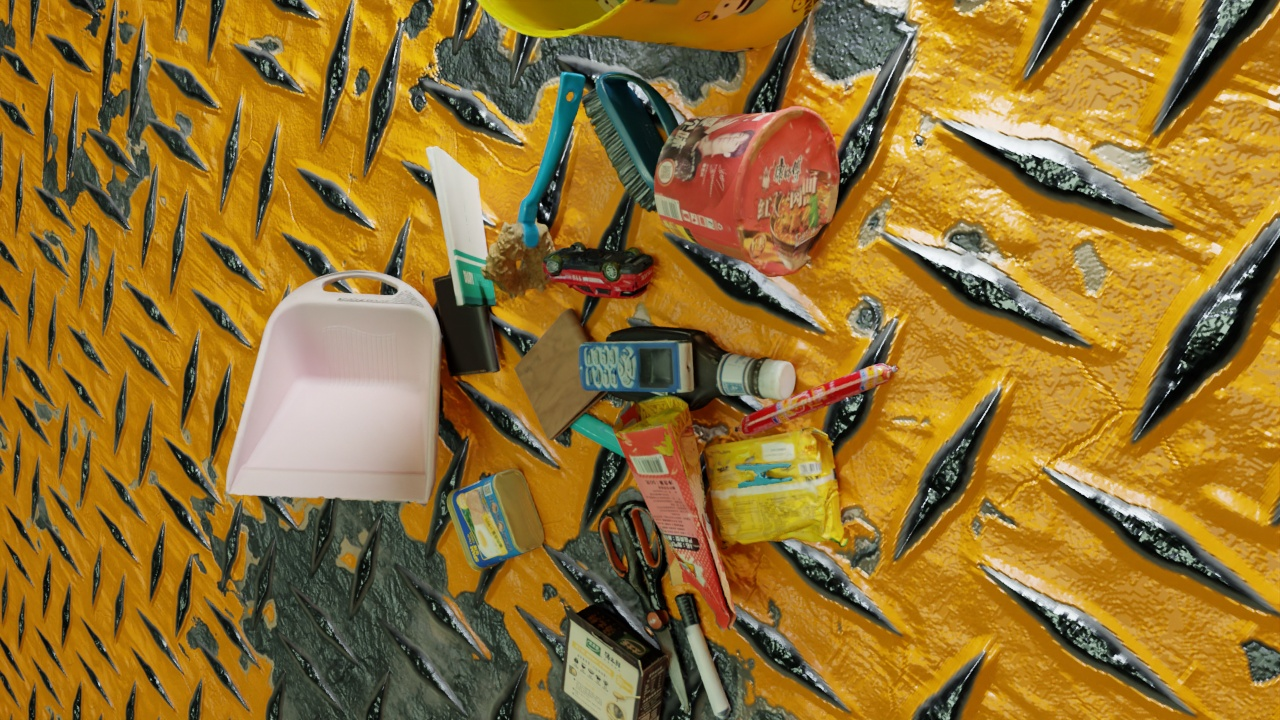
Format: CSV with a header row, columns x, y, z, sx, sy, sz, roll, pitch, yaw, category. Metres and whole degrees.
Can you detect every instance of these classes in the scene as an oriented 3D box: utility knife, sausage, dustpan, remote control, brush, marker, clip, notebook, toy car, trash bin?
x,y,z,sx,sy,sz,roll,pitch,yaw,category
-0.051,0.071,0.988,0.171,0.013,0.029,24,109,36,utility knife
0.151,0.034,0.805,0.156,0.020,0.020,-25,82,24,sausage
-0.341,0.022,1.052,0.273,0.222,0.139,-100,14,-54,dustpan
-0.005,0.005,0.878,0.125,0.024,0.049,1,96,37,remote control
-0.101,-0.168,0.925,0.046,0.083,0.255,55,135,38,brush
0.065,0.300,0.934,0.023,0.018,0.130,-24,82,28,marker
0.110,0.102,0.817,0.057,0.014,0.046,-12,82,36,clip
0.001,-0.216,0.873,0.074,0.055,0.144,-37,75,36,brush
-0.180,-0.130,0.953,0.012,0.209,0.150,-9,93,0,notebook
-0.044,-0.090,0.929,0.121,0.052,0.045,13,121,31,toy car
0.020,-0.350,0.710,0.230,0.254,0.230,6,101,36,trash bin

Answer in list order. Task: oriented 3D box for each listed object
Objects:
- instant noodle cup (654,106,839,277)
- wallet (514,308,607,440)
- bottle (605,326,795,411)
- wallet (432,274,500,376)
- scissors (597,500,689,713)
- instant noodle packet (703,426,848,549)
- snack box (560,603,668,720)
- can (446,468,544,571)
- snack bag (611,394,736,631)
x,y,z,sx,sy,sz,roll,pitch,yaw,category
0.085,-0.149,0.776,0.109,0.137,0.138,20,110,42,instant noodle cup
-0.086,0.017,0.995,0.116,0.020,0.101,-44,64,33,wallet
0.053,0.010,0.879,0.195,0.043,0.080,6,101,36,bottle
-0.207,-0.043,1.081,0.097,0.020,0.122,-5,95,46,wallet
0.023,0.255,0.955,0.125,0.021,0.234,-44,70,33,scissors
0.124,0.118,0.843,0.129,0.044,0.110,-10,89,36,instant noodle packet
-0.031,0.328,0.978,0.113,0.053,0.126,25,119,35,snack box
-0.167,0.185,1.068,0.083,0.057,0.102,-25,82,35,can
0.036,0.142,0.868,0.129,0.073,0.208,19,128,67,snack bag
